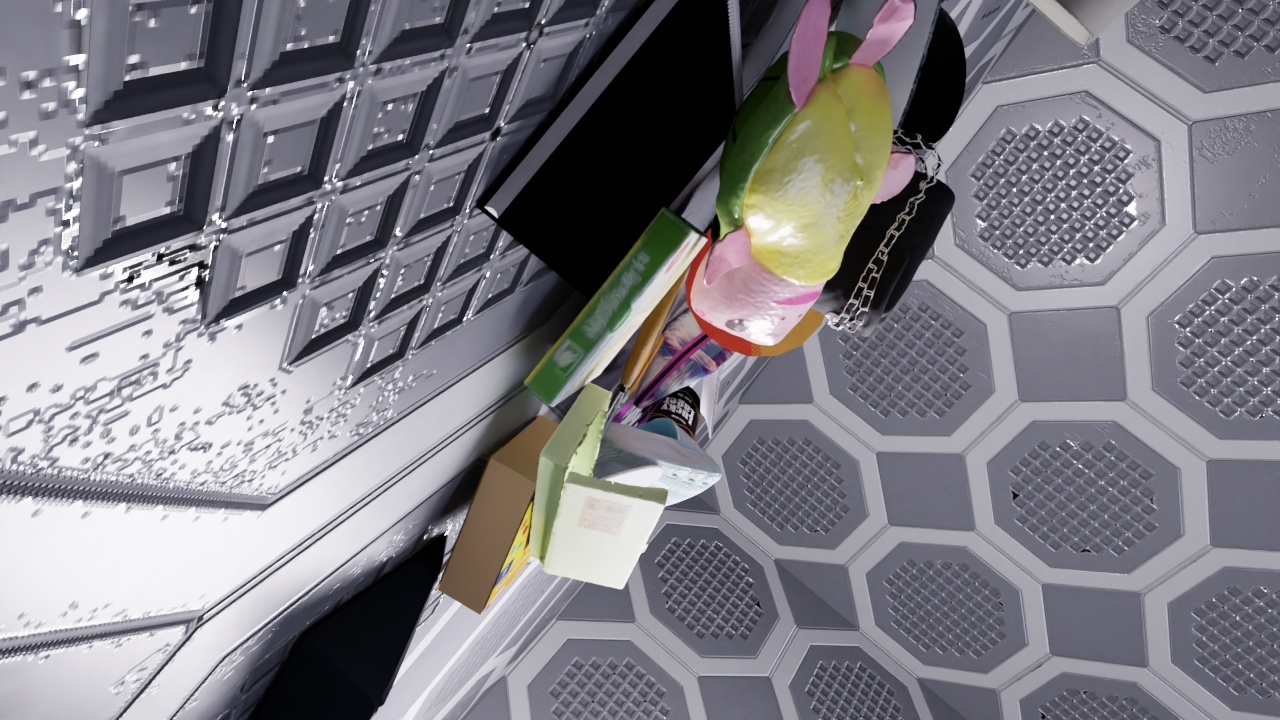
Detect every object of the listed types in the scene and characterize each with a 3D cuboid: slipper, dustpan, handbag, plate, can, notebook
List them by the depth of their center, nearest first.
[{"bbox_3d":[-0.001,-0.106,0.467,0.149,0.016,0.206,-50,171,1],"label":"notebook"},{"bbox_3d":[0.129,-0.096,0.644,0.115,0.154,0.125,72,43,-83],"label":"handbag"},{"bbox_3d":[-0.234,0.279,0.651,0.237,0.080,0.272,-55,170,23],"label":"dustpan"},{"bbox_3d":[-0.071,0.150,0.859,0.208,0.015,0.209,-23,165,-7],"label":"plate"},{"bbox_3d":[0.002,0.096,0.952,0.104,0.074,0.245,-24,152,23],"label":"slipper"},{"bbox_3d":[0.023,0.026,0.997,0.170,0.068,0.144,-49,173,35],"label":"handbag"},{"bbox_3d":[0.032,0.082,1.106,0.072,0.072,0.128,-56,-173,29],"label":"can"},{"bbox_3d":[0.090,0.000,1.111,0.188,0.016,0.188,10,88,-84],"label":"plate"}]

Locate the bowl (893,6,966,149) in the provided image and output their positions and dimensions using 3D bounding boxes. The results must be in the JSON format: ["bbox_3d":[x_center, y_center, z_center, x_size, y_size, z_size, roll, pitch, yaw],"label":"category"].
[{"bbox_3d":[0.226,-0.250,0.811,0.124,0.124,0.052,-48,-148,-16],"label":"bowl"}]

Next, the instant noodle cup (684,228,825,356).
[{"bbox_3d":[0.115,-0.082,0.830,0.124,0.123,0.120,-55,178,26],"label":"instant noodle cup"}]

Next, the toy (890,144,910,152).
[{"bbox_3d":[0.192,-0.146,0.971,0.237,0.097,0.192,-48,-174,9],"label":"toy"}]

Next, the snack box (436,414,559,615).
[{"bbox_3d":[-0.099,0.116,0.703,0.126,0.040,0.088,-65,171,23],"label":"snack box"}]

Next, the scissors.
[{"bbox_3d":[-0.005,0.006,0.792,0.226,0.016,0.224,-66,175,36],"label":"scissors"}]

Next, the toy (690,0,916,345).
[{"bbox_3d":[0.092,-0.105,0.540,0.189,0.088,0.239,-33,150,-32],"label":"toy"}]

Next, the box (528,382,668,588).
[{"bbox_3d":[-0.037,0.094,0.663,0.188,0.091,0.083,111,-13,-58],"label":"box"}]

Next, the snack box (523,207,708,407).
[{"bbox_3d":[-0.009,-0.038,0.602,0.132,0.027,0.168,-51,178,9],"label":"snack box"}]

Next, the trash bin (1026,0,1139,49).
[{"bbox_3d":[0.371,-0.379,0.694,0.221,0.197,0.197,-48,172,25],"label":"trash bin"}]

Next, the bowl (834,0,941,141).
[{"bbox_3d":[0.162,-0.211,0.636,0.113,0.063,0.113,18,88,-82],"label":"bowl"}]
